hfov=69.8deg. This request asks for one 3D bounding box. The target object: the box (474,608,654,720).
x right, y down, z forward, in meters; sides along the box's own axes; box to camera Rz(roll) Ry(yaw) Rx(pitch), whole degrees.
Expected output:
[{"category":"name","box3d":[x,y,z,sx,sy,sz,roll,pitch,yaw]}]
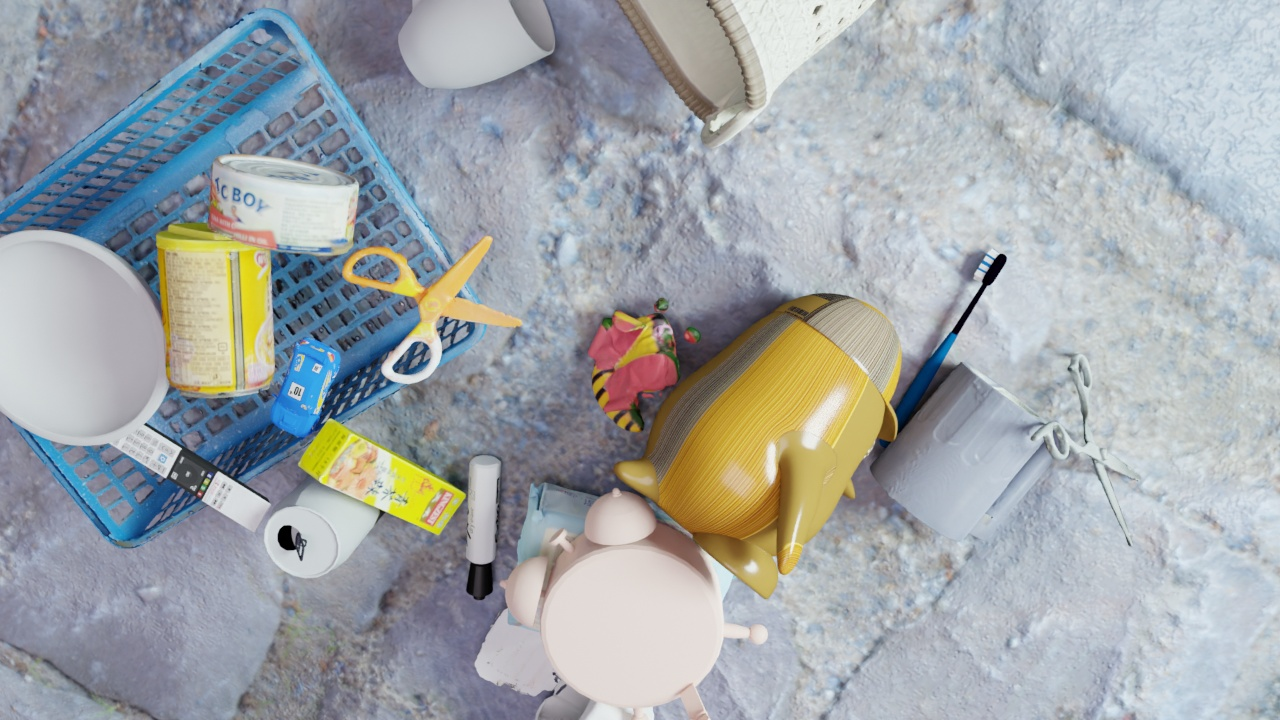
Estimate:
[{"category":"box","box3d":[-0.073,0.269,0.757,0.137,0.126,0.109,35,106,-14]}]

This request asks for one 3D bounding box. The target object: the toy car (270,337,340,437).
[{"category":"toy car","box3d":[-0.232,0.019,0.615,0.033,0.061,0.092,26,108,-2]}]

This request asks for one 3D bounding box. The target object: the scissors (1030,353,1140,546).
[{"category":"scissors","box3d":[0.314,0.063,0.645,0.014,0.173,0.141,-18,74,45]}]

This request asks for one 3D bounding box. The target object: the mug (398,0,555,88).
[{"category":"mug","box3d":[-0.121,-0.240,0.619,0.090,0.071,0.107,-19,95,20]}]

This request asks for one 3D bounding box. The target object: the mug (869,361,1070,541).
[{"category":"mug","box3d":[0.247,0.073,0.674,0.124,0.083,0.104,27,107,-27]}]

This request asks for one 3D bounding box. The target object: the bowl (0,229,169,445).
[{"category":"bowl","box3d":[-0.385,-0.018,0.630,0.149,0.043,0.150,2,107,5]}]

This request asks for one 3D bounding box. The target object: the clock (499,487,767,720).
[{"category":"clock","box3d":[-0.008,0.185,0.658,0.131,0.086,0.160,-40,94,12]}]

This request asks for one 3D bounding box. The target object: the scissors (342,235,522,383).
[{"category":"scissors","box3d":[-0.141,-0.033,0.617,0.125,0.011,0.128,14,109,2]}]

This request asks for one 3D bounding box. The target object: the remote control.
[{"category":"remote control","box3d":[-0.328,0.081,0.671,0.124,0.011,0.028,33,108,-4]}]

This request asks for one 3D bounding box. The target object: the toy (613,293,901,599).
[{"category":"toy","box3d":[0.102,0.046,0.646,0.162,0.199,0.203,42,85,-27]}]

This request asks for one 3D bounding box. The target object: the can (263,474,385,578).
[{"category":"can","box3d":[-0.238,0.117,0.706,0.064,0.127,0.064,2,107,5]}]

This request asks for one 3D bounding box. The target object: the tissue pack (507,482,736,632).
[{"category":"tissue pack","box3d":[-0.012,0.172,0.730,0.182,0.070,0.112,15,108,-1]}]

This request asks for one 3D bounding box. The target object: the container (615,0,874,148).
[{"category":"container","box3d":[0.034,-0.268,0.537,0.143,0.184,0.246,-35,104,-2]}]

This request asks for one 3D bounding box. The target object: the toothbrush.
[{"category":"toothbrush","box3d":[0.221,-0.005,0.679,0.014,0.014,0.168,38,113,29]}]

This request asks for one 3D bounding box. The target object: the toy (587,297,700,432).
[{"category":"toy","box3d":[-0.004,0.004,0.687,0.084,0.046,0.104,41,117,24]}]

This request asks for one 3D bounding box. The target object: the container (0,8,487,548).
[{"category":"container","box3d":[-0.313,-0.050,0.683,0.363,0.089,0.257,-29,102,14]}]

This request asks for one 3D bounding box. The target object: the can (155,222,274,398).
[{"category":"can","box3d":[-0.275,-0.034,0.598,0.068,0.067,0.105,5,104,5]}]

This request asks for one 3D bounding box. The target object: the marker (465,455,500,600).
[{"category":"marker","box3d":[-0.130,0.140,0.755,0.025,0.025,0.126,7,107,4]}]

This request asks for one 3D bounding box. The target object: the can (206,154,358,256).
[{"category":"can","box3d":[-0.219,-0.097,0.567,0.086,0.086,0.043,14,107,2]}]

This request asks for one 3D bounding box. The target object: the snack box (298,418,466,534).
[{"category":"snack box","box3d":[-0.189,0.090,0.689,0.029,0.148,0.040,27,79,32]}]
